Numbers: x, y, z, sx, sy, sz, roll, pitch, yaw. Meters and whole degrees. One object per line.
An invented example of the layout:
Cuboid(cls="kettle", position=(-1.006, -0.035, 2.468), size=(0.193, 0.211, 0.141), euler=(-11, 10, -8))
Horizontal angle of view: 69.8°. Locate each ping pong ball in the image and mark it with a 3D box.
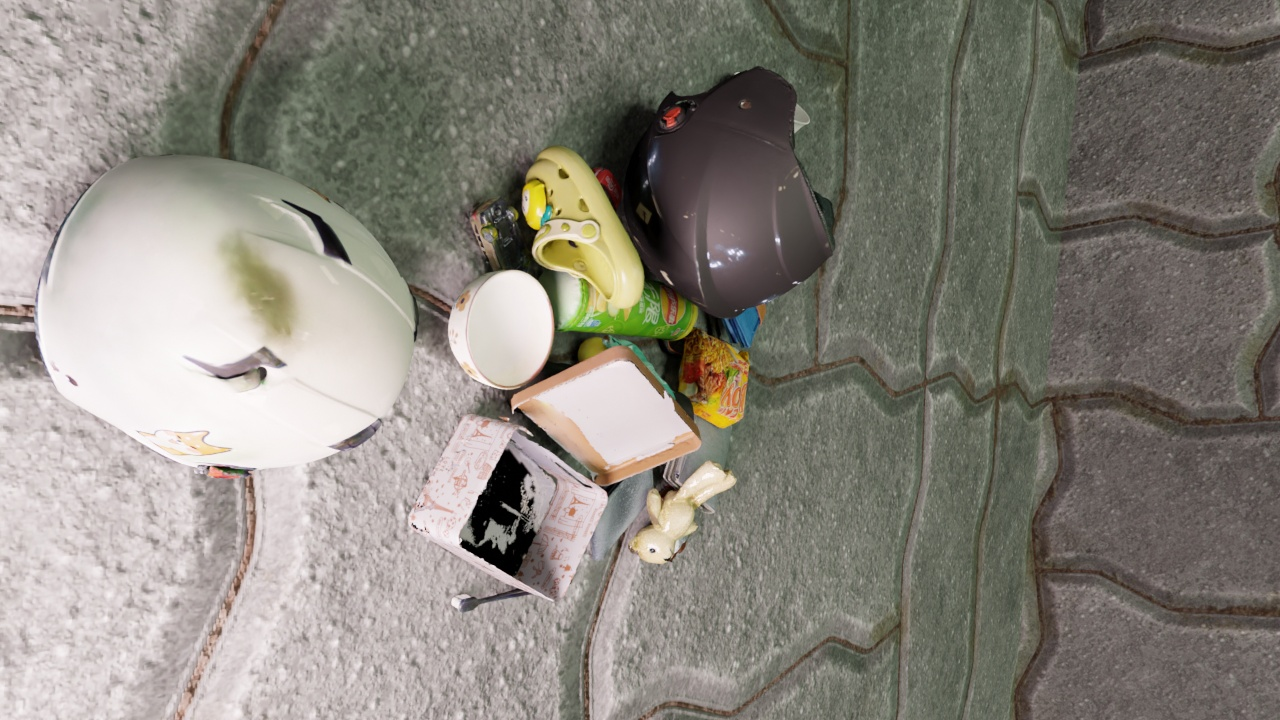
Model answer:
Cuboid(cls="ping pong ball", position=(-0.050, -0.006, 1.026), size=(0.040, 0.040, 0.040), euler=(-9, 102, -52))

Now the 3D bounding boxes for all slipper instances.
Cuboid(cls="slipper", position=(-0.068, -0.127, 0.901), size=(0.081, 0.190, 0.092), euler=(-24, 159, -26))

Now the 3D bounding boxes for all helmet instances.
Cuboid(cls="helmet", position=(0.091, -0.180, 1.033), size=(0.230, 0.275, 0.233), euler=(-44, 142, -7))
Cuboid(cls="helmet", position=(-0.260, -0.026, 0.656), size=(0.274, 0.157, 0.229), euler=(39, 64, -47))

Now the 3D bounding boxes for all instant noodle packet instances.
Cuboid(cls="instant noodle packet", position=(0.097, 0.025, 1.183), size=(0.128, 0.044, 0.110), euler=(23, 74, -51))

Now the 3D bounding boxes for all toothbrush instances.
Cuboid(cls="toothbrush", position=(-0.131, 0.246, 0.977), size=(0.180, 0.018, 0.015), euler=(6, 97, -55))

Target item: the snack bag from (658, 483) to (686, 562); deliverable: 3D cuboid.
Cuboid(cls="snack bag", position=(0.044, 0.209, 1.188), size=(0.045, 0.026, 0.105), euler=(-38, 125, -53))

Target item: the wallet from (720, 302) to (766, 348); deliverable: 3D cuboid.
Cuboid(cls="wallet", position=(0.139, -0.094, 1.247), size=(0.106, 0.040, 0.132), euler=(62, 37, -31))

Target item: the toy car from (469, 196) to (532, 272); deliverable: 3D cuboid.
Cuboid(cls="toy car", position=(-0.137, -0.115, 0.903), size=(0.042, 0.035, 0.090), euler=(-49, 136, -35))

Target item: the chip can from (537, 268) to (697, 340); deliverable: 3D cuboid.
Cuboid(cls="chip can", position=(-0.025, -0.062, 1.025), size=(0.220, 0.073, 0.072), euler=(3, 92, -52))

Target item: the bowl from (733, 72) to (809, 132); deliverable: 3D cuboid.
Cuboid(cls="bowl", position=(0.159, -0.324, 1.224), size=(0.118, 0.118, 0.065), euler=(-11, 142, -51))

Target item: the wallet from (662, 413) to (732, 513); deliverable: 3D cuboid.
Cuboid(cls="wallet", position=(0.074, 0.120, 1.204), size=(0.106, 0.037, 0.129), euler=(44, 50, -38))

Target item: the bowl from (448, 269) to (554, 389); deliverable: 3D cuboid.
Cuboid(cls="bowl", position=(-0.143, -0.030, 0.884), size=(0.113, 0.062, 0.113), euler=(-7, 98, -52))

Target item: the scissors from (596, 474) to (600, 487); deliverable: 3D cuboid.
Cuboid(cls="scissors", position=(-0.032, 0.081, 1.084), size=(0.163, 0.014, 0.165), euler=(42, 61, -46))

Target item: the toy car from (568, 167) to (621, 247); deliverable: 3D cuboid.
Cuboid(cls="toy car", position=(-0.054, -0.156, 0.999), size=(0.053, 0.045, 0.120), euler=(51, 53, -44))

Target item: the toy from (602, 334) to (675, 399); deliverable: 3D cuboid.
Cuboid(cls="toy", position=(-0.006, 0.006, 1.005), size=(0.030, 0.092, 0.096), euler=(-44, 147, 5))

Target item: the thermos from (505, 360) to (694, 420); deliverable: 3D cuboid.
Cuboid(cls="thermos", position=(-0.032, 0.051, 1.008), size=(0.242, 0.090, 0.068), euler=(15, 91, -49))

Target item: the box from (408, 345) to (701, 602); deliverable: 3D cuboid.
Cuboid(cls="box", position=(-0.082, 0.108, 0.915), size=(0.272, 0.130, 0.179), euler=(-44, 135, -1))

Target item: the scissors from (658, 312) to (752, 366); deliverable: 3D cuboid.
Cuboid(cls="scissors", position=(0.096, -0.037, 1.227), size=(0.220, 0.022, 0.225), euler=(-5, 98, -52))

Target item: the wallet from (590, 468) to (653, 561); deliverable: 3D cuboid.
Cuboid(cls="wallet", position=(-0.022, 0.166, 1.083), size=(0.120, 0.019, 0.097), euler=(-45, 147, -37))

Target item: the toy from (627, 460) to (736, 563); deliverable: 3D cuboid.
Cuboid(cls="toy", position=(0.053, 0.187, 1.128), size=(0.157, 0.066, 0.105), euler=(-46, 138, 3))
